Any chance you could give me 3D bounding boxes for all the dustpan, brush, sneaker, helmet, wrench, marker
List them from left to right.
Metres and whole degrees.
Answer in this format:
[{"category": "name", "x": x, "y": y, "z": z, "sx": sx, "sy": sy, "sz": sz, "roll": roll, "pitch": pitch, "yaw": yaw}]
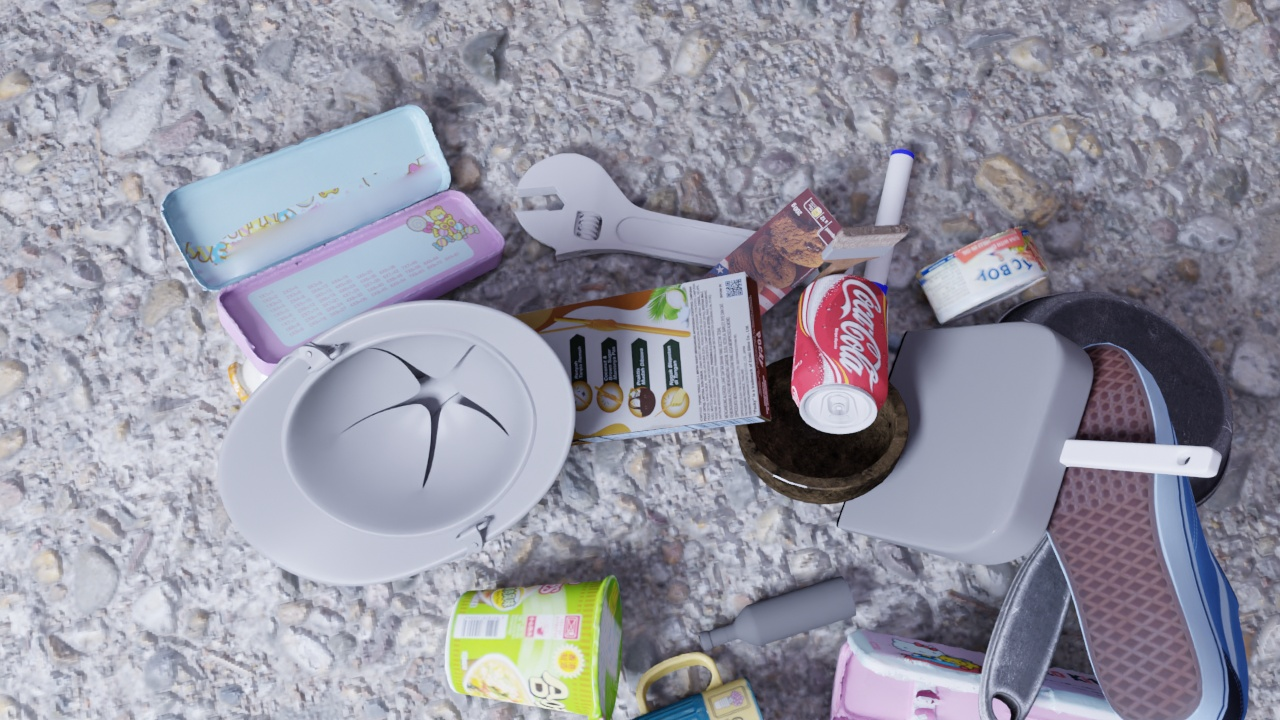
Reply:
[{"category": "helmet", "x": -0.163, "y": 0.042, "z": 0.660, "sx": 0.272, "sy": 0.117, "sz": 0.183, "roll": -31, "pitch": 108, "yaw": 17}, {"category": "wrench", "x": 0.035, "y": -0.106, "z": 0.733, "sx": 0.273, "sy": 0.018, "sz": 0.086, "roll": 10, "pitch": 79, "yaw": 2}, {"category": "brush", "x": 0.142, "y": -0.067, "z": 0.658, "sx": 0.045, "sy": 0.143, "sz": 0.008, "roll": -4, "pitch": 77, "yaw": -9}, {"category": "marker", "x": 0.194, "y": -0.099, "z": 0.726, "sx": 0.020, "sy": 0.020, "sz": 0.141, "roll": 14, "pitch": 79, "yaw": 4}, {"category": "dustpan", "x": 0.238, "y": 0.052, "z": 0.588, "sx": 0.033, "sy": 0.258, "sz": 0.163, "roll": 26, "pitch": 79, "yaw": -19}, {"category": "sneaker", "x": 0.307, "y": 0.110, "z": 0.562, "sx": 0.098, "sy": 0.084, "sz": 0.240, "roll": 26, "pitch": 52, "yaw": -34}]

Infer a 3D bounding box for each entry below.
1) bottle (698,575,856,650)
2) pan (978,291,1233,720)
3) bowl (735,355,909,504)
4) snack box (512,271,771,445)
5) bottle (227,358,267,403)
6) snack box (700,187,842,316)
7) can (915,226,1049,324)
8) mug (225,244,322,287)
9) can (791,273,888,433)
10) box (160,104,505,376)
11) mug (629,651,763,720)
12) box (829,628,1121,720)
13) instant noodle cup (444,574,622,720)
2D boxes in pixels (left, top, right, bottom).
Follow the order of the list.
[{"category": "bottle", "x": 0.097, "y": 0.187, "z": 0.664, "sx": 0.113, "sy": 0.030, "sz": 0.030, "roll": -17, "pitch": 78, "yaw": -2}, {"category": "pan", "x": 0.299, "y": 0.085, "z": 0.624, "sx": 0.187, "sy": 0.055, "sz": 0.355, "roll": 28, "pitch": 58, "yaw": 9}, {"category": "bowl", "x": 0.130, "y": 0.058, "z": 0.669, "sx": 0.121, "sy": 0.056, "sz": 0.121, "roll": -3, "pitch": 49, "yaw": 4}, {"category": "snack box", "x": -0.004, "y": 0.004, "z": 0.668, "sx": 0.186, "sy": 0.031, "sz": 0.101, "roll": -9, "pitch": 77, "yaw": 22}, {"category": "bottle", "x": -0.252, "y": -0.003, "z": 0.693, "sx": 0.109, "sy": 0.063, "sz": 0.063, "roll": -25, "pitch": 79, "yaw": -4}, {"category": "snack box", "x": 0.088, "y": -0.065, "z": 0.701, "sx": 0.141, "sy": 0.032, "sz": 0.051, "roll": -40, "pitch": 91, "yaw": 1}, {"category": "can", "x": 0.254, "y": -0.063, "z": 0.684, "sx": 0.086, "sy": 0.086, "sz": 0.043, "roll": -22, "pitch": 80, "yaw": -4}, {"category": "mug", "x": -0.297, "y": -0.083, "z": 0.706, "sx": 0.084, "sy": 0.070, "sz": 0.113, "roll": 2, "pitch": 78, "yaw": 1}, {"category": "can", "x": 0.140, "y": -0.006, "z": 0.642, "sx": 0.064, "sy": 0.064, "sz": 0.104, "roll": 11, "pitch": 50, "yaw": 3}, {"category": "box", "x": -0.217, "y": -0.094, "z": 0.675, "sx": 0.213, "sy": 0.049, "sz": 0.150, "roll": -33, "pitch": 95, "yaw": -33}, {"category": "mug", "x": 0.033, "y": 0.262, "z": 0.632, "sx": 0.107, "sy": 0.083, "sz": 0.113, "roll": -20, "pitch": 50, "yaw": 0}, {"category": "box", "x": 0.236, "y": 0.238, "z": 0.614, "sx": 0.202, "sy": 0.103, "sz": 0.086, "roll": 11, "pitch": 76, "yaw": 3}, {"category": "instant noodle cup", "x": -0.072, "y": 0.197, "z": 0.637, "sx": 0.108, "sy": 0.099, "sz": 0.098, "roll": 1, "pitch": 78, "yaw": 9}]
